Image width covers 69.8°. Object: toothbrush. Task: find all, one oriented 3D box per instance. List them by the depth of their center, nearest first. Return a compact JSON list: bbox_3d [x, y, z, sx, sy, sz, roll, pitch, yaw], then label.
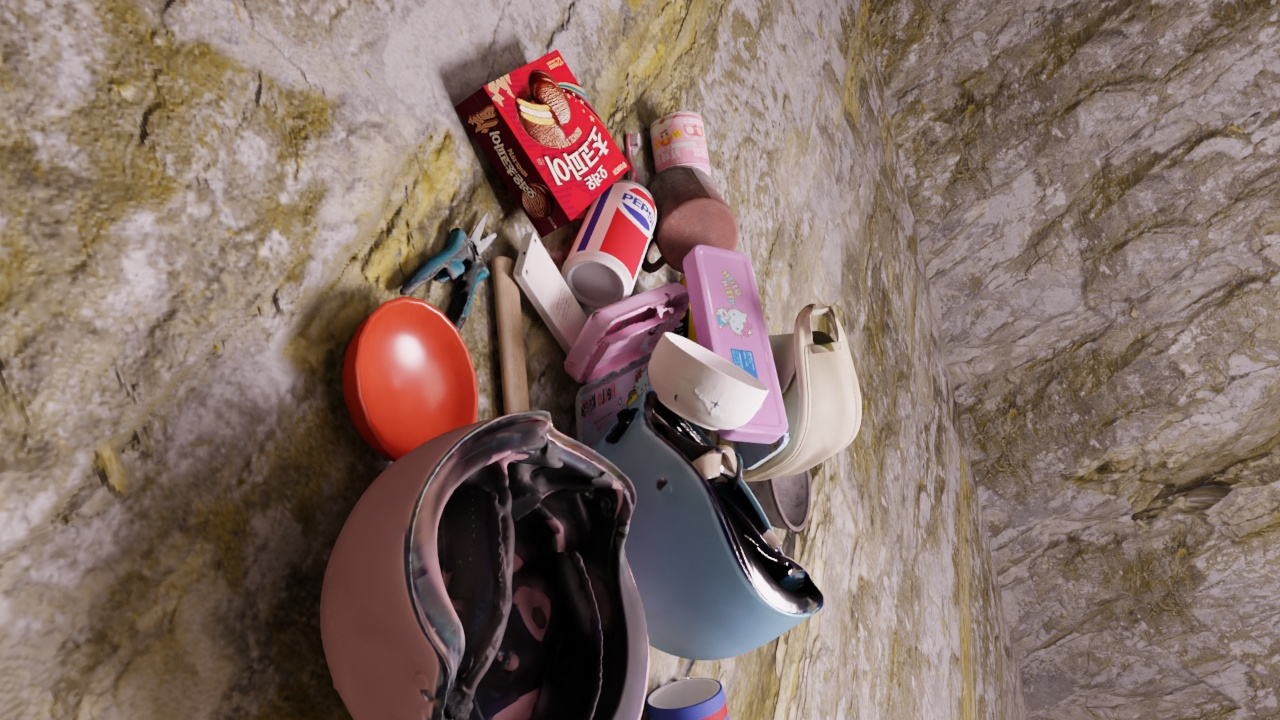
[{"bbox_3d":[-0.009,-0.201,1.042,0.021,0.016,0.134,46,40,-63],"label":"toothbrush"}]

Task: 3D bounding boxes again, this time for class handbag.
[{"bbox_3d":[0.129,0.044,0.989,0.131,0.229,0.184,-10,90,-23],"label":"handbag"}]

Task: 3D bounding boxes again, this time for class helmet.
[{"bbox_3d":[-0.098,0.164,0.585,0.255,0.153,0.229,49,38,-43],"label":"helmet"},{"bbox_3d":[0.031,0.144,0.809,0.225,0.167,0.265,50,12,-26],"label":"helmet"}]

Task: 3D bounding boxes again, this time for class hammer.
[{"bbox_3d":[-0.096,0.073,0.759,0.119,0.031,0.331,15,68,-60],"label":"hammer"}]

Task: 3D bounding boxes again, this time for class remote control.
[{"bbox_3d":[-0.079,-0.053,0.839,0.136,0.011,0.050,60,32,-48],"label":"remote control"}]

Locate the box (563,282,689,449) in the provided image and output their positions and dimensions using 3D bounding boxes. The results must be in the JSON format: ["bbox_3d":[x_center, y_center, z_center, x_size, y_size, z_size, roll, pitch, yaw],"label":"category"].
[{"bbox_3d":[-0.014,0.002,0.910,0.200,0.059,0.156,-26,136,-62],"label":"box"}]

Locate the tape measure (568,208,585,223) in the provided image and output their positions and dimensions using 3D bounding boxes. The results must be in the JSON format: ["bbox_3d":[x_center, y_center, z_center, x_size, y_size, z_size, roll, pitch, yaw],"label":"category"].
[{"bbox_3d":[-0.074,-0.157,0.897,0.051,0.019,0.059,31,46,-57],"label":"tape measure"}]

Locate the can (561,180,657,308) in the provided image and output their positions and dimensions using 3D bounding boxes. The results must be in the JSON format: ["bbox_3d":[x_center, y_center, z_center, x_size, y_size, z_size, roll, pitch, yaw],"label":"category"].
[{"bbox_3d":[-0.029,-0.117,0.913,0.070,0.070,0.131,58,34,-34],"label":"can"}]

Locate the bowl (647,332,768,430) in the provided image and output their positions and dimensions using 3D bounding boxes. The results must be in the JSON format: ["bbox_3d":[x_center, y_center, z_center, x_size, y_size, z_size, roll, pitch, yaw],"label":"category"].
[{"bbox_3d":[0.052,0.022,0.786,0.054,0.105,0.104,-60,151,8],"label":"bowl"}]

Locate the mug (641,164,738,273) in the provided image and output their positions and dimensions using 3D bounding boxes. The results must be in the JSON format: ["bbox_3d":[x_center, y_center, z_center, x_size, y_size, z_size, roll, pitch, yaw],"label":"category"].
[{"bbox_3d":[0.042,-0.141,1.001,0.096,0.123,0.110,31,20,-19],"label":"mug"}]

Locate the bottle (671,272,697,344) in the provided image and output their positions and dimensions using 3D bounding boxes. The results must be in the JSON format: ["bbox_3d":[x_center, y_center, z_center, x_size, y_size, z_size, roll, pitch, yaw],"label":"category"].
[{"bbox_3d":[0.061,-0.028,1.066,0.053,0.053,0.185,43,44,-48],"label":"bottle"}]

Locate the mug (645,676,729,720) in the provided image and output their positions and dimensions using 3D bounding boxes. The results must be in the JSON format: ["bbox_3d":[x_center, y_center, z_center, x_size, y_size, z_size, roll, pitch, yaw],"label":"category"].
[{"bbox_3d":[0.049,0.354,0.893,0.112,0.075,0.076,-16,95,-89],"label":"mug"}]

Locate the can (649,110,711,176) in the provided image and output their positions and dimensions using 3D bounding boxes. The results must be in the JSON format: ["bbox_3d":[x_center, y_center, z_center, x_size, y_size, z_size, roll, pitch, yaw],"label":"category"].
[{"bbox_3d":[0.048,-0.255,1.115,0.067,0.067,0.076,6,74,-61],"label":"can"}]

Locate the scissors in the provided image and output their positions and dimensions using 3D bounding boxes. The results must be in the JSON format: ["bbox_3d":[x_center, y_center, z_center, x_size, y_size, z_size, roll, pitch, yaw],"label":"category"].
[{"bbox_3d":[-0.146,-0.067,0.728,0.150,0.019,0.120,-7,85,-64],"label":"scissors"}]

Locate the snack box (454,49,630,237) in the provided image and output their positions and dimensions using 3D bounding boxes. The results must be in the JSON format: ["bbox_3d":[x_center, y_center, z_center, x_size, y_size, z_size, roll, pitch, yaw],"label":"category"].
[{"bbox_3d":[-0.084,-0.204,0.850,0.132,0.036,0.151,57,33,-15],"label":"snack box"}]

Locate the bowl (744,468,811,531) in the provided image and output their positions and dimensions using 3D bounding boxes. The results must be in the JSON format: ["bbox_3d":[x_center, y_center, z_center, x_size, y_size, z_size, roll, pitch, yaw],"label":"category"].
[{"bbox_3d":[0.163,0.149,1.178,0.145,0.067,0.144,32,52,-54],"label":"bowl"}]

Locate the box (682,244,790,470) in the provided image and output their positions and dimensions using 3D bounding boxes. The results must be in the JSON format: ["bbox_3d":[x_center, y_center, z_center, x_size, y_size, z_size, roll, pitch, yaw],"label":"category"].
[{"bbox_3d":[0.083,-0.002,0.920,0.089,0.093,0.213,7,58,-26],"label":"box"}]

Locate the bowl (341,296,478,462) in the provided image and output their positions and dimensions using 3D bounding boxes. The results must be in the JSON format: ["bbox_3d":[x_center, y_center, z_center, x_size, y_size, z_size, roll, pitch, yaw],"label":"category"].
[{"bbox_3d":[-0.165,0.019,0.640,0.122,0.035,0.121,32,52,-54],"label":"bowl"}]
